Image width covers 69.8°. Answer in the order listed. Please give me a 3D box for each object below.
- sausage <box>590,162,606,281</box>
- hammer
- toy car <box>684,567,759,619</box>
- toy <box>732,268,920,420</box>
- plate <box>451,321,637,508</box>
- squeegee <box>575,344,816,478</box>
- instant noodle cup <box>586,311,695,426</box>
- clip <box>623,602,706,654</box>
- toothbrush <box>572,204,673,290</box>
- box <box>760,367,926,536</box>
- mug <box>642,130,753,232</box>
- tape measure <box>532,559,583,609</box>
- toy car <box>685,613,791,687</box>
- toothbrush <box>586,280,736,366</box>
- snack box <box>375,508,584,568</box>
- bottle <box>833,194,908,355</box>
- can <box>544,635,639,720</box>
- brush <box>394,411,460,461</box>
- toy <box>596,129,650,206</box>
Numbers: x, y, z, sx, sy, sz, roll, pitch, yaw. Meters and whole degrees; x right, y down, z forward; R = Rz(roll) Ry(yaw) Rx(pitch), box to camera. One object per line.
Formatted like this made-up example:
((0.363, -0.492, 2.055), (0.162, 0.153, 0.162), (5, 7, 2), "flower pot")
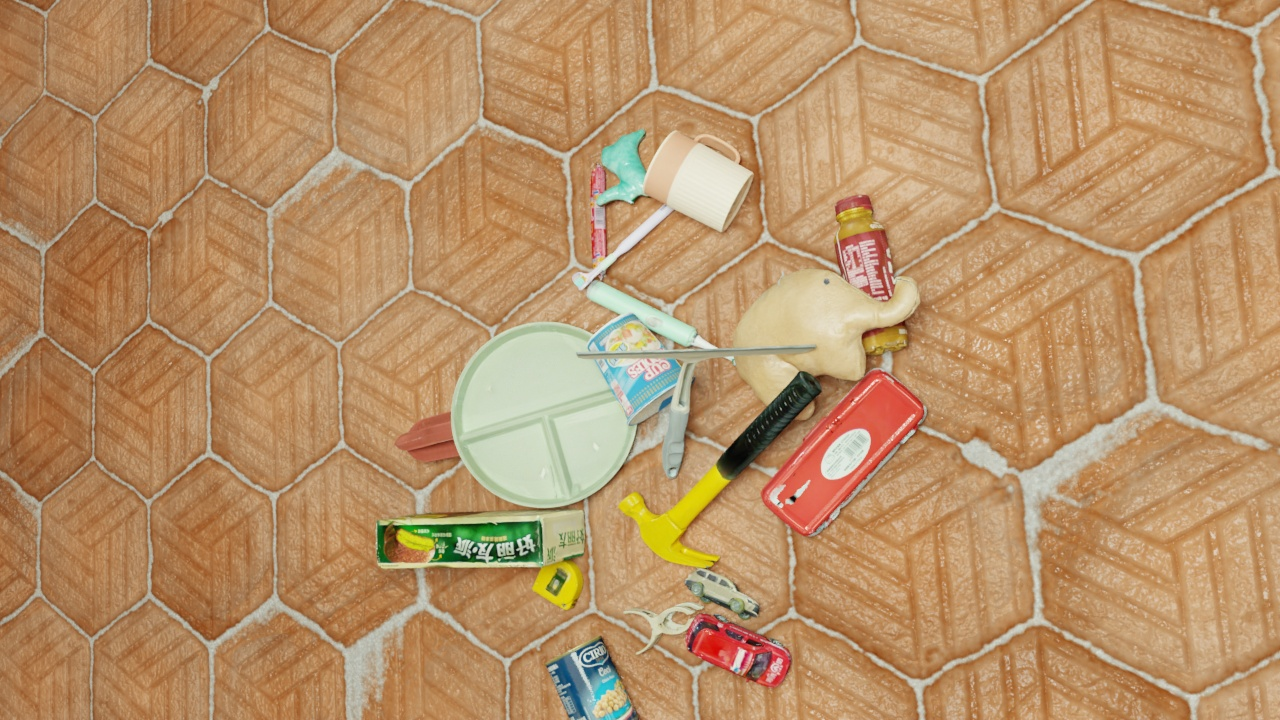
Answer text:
((-0.054, -0.177, 1.169), (0.020, 0.020, 0.155), (-4, 84, 22), "sausage")
((0.096, 0.123, 1.028), (0.129, 0.032, 0.302), (46, 121, 13), "hammer")
((0.096, 0.269, 1.055), (0.090, 0.042, 0.035), (19, 74, 29), "toy car")
((0.189, -0.034, 0.988), (0.143, 0.082, 0.227), (50, 131, 6), "toy")
((-0.118, 0.067, 1.134), (0.230, 0.027, 0.230), (0, 83, 1), "plate")
((0.047, 0.052, 1.025), (0.246, 0.247, 0.039), (-2, 51, -7), "squeegee")
((-0.006, 0.006, 1.085), (0.099, 0.099, 0.110), (-39, 79, 15), "instant noodle cup")
((0.030, 0.314, 1.085), (0.098, 0.034, 0.064), (-25, 77, 24), "clip")
((-0.009, -0.155, 1.138), (0.189, 0.021, 0.029), (-40, 52, 6), "toothbrush")
((0.226, 0.103, 1.021), (0.090, 0.068, 0.201), (40, 102, 0), "box")
((0.076, -0.220, 1.086), (0.106, 0.082, 0.114), (30, 58, 8), "mug")
((-0.102, 0.277, 1.145), (0.060, 0.029, 0.057), (26, 95, 22), "tape measure")
((0.110, 0.328, 1.031), (0.120, 0.045, 0.053), (21, 97, 1), "toy car")
((0.034, -0.040, 1.111), (0.224, 0.027, 0.026), (27, 110, 14), "toothbrush")
((-0.200, 0.221, 1.144), (0.240, 0.114, 0.063), (-6, 84, 22), "snack box")
((0.251, -0.095, 1.014), (0.058, 0.057, 0.175), (-13, 81, 21), "bottle")
((-0.057, 0.395, 1.091), (0.075, 0.075, 0.111), (-32, 75, 17), "can")
((-0.249, 0.096, 1.200), (0.146, 0.069, 0.063), (-14, 79, 21), "brush")
((-0.021, -0.235, 1.153), (0.096, 0.030, 0.092), (-28, 74, 5), "toy")
